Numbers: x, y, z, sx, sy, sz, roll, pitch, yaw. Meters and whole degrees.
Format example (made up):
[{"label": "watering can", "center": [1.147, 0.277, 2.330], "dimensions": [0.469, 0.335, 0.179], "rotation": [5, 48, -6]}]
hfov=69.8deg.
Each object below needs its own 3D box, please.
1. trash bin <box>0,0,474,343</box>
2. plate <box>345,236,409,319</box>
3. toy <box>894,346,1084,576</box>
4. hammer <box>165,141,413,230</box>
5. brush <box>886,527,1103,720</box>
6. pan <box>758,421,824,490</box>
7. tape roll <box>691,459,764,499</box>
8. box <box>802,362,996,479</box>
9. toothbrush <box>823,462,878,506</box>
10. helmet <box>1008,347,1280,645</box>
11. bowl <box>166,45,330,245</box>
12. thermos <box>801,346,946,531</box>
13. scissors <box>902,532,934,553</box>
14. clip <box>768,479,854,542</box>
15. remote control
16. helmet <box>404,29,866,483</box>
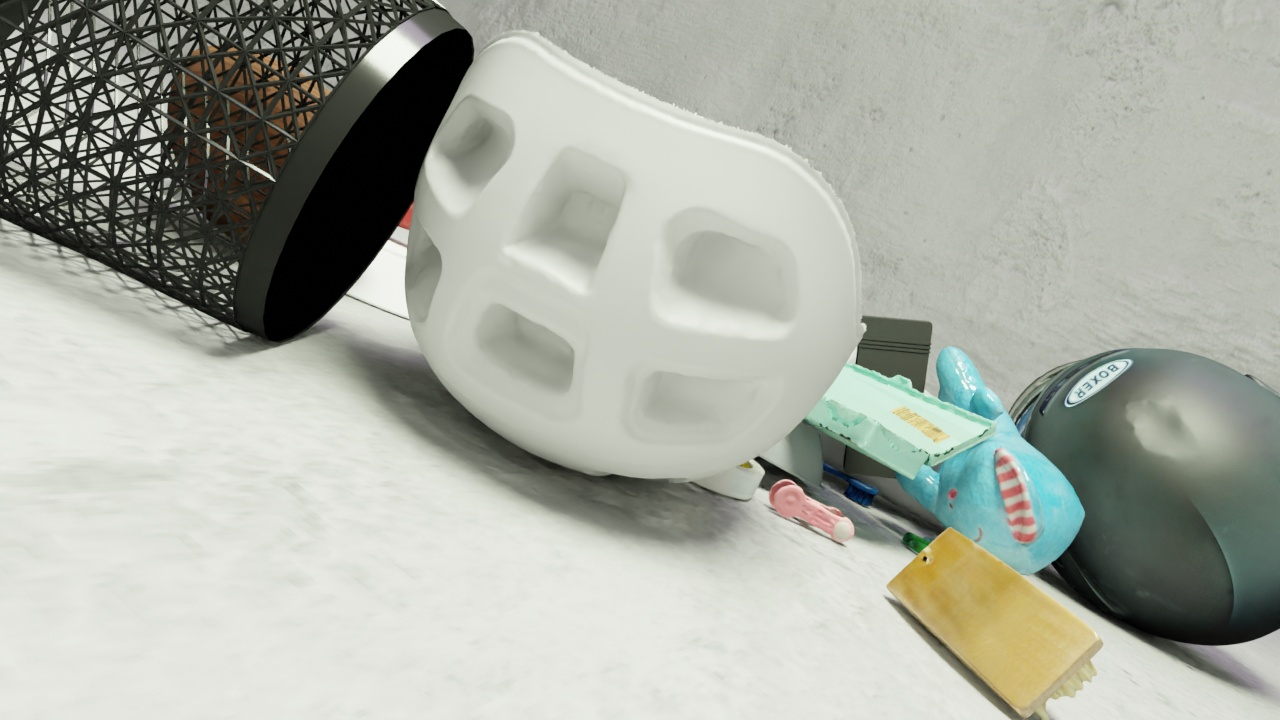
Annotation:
[{"label": "trash bin", "center": [-0.220, -0.141, 0.397], "dimensions": [0.243, 0.217, 0.217], "rotation": [32, 6, -5]}, {"label": "plate", "center": [-0.205, -0.080, 0.697], "dimensions": [0.229, 0.030, 0.229], "rotation": [26, 6, -3]}, {"label": "toy", "center": [0.256, 0.080, 0.706], "dimensions": [0.183, 0.115, 0.180], "rotation": [40, 27, -69]}, {"label": "hammer", "center": [-0.184, -0.114, 0.708], "dimensions": [0.315, 0.036, 0.126], "rotation": [18, 6, -15]}, {"label": "brush", "center": [0.172, 0.128, 0.449], "dimensions": [0.039, 0.049, 0.117], "rotation": [48, -2, -18]}, {"label": "pan", "center": [-0.004, 0.004, 0.741], "dimensions": [0.357, 0.051, 0.200], "rotation": [30, 0, 24]}, {"label": "tape roll", "center": [0.033, 0.058, 0.585], "dimensions": [0.094, 0.019, 0.094], "rotation": [26, 6, -3]}, {"label": "box", "center": [0.145, 0.030, 0.677], "dimensions": [0.137, 0.057, 0.187], "rotation": [8, 13, -33]}, {"label": "toothbrush", "center": [0.118, 0.076, 0.805], "dimensions": [0.190, 0.017, 0.016], "rotation": [28, 7, 24]}, {"label": "helmet", "center": [0.473, 0.101, 0.847], "dimensions": [0.236, 0.249, 0.316], "rotation": [45, 10, -52]}, {"label": "bowl", "center": [-0.224, -0.107, 0.551], "dimensions": [0.147, 0.068, 0.147], "rotation": [19, -26, 10]}, {"label": "thermos", "center": [0.244, 0.080, 0.833], "dimensions": [0.222, 0.131, 0.131], "rotation": [35, 7, 5]}, {"label": "scissors", "center": [0.251, 0.161, 0.665], "dimensions": [0.131, 0.014, 0.071], "rotation": [31, 8, 42]}, {"label": "clip", "center": [0.109, 0.094, 0.585], "dimensions": [0.060, 0.023, 0.044], "rotation": [29, 2, 8]}, {"label": "remote control", "center": [0.204, 0.031, 0.761], "dimensions": [0.058, 0.133, 0.013], "rotation": [6, 10, 6]}, {"label": "helmet", "center": [-0.002, -0.039, 0.475], "dimensions": [0.224, 0.184, 0.282], "rotation": [33, 14, 6]}]
